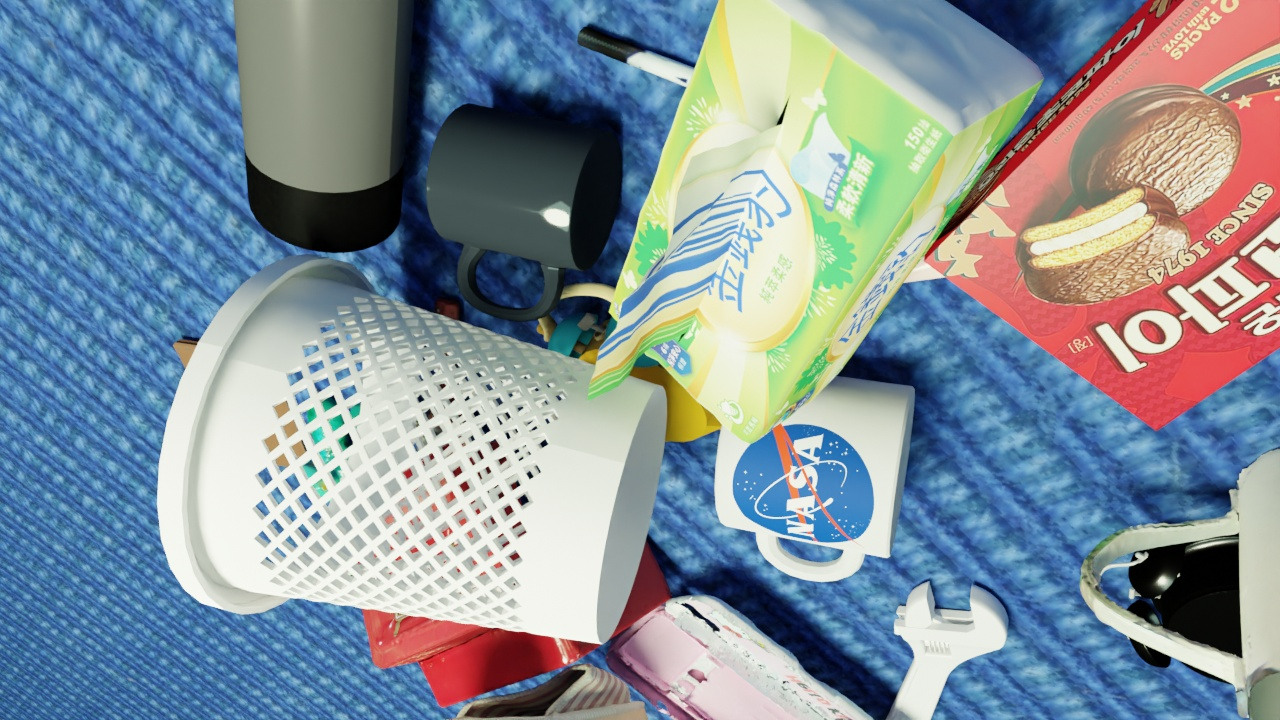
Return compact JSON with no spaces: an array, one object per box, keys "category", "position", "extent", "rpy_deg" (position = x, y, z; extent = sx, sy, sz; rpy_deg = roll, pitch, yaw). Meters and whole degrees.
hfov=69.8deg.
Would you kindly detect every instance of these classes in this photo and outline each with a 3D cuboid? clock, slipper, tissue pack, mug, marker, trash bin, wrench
[{"category":"clock","position":[0.311,0.133,0.495],"extent":[0.121,0.042,0.091],"rpy_deg":[2,127,24]},{"category":"slipper","position":[-0.077,0.240,0.610],"extent":[0.115,0.052,0.262],"rpy_deg":[-28,153,16]},{"category":"tissue pack","position":[0.043,-0.049,0.375],"extent":[0.120,0.141,0.198],"rpy_deg":[40,141,22]},{"category":"clock","position":[-0.003,0.003,0.531],"extent":[0.099,0.043,0.129],"rpy_deg":[-10,131,49]},{"category":"mug","position":[-0.061,-0.072,0.473],"extent":[0.077,0.071,0.105],"rpy_deg":[14,99,14]},{"category":"marker","position":[0.040,-0.127,0.433],"extent":[0.152,0.011,0.011],"rpy_deg":[23,133,7]},{"category":"mug","position":[0.096,0.067,0.504],"extent":[0.090,0.090,0.121],"rpy_deg":[8,112,19]},{"category":"trash bin","position":[-0.099,0.058,0.485],"extent":[0.200,0.194,0.196],"rpy_deg":[12,131,10]},{"category":"wrench","position":[0.198,0.247,0.660],"extent":[0.066,0.018,0.274],"rpy_deg":[14,132,14]}]

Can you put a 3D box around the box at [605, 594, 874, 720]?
[{"category":"box","position":[0.087,0.245,0.688],"extent":[0.201,0.066,0.154],"rpy_deg":[40,128,-9]}]

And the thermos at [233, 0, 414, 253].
[{"category":"thermos","position":[-0.151,-0.170,0.440],"extent":[0.082,0.082,0.241],"rpy_deg":[24,133,6]}]

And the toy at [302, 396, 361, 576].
[{"category":"toy","position":[-0.219,0.116,0.720],"extent":[0.131,0.072,0.194],"rpy_deg":[8,120,20]}]

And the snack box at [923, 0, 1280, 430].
[{"category":"snack box","position":[0.221,-0.062,0.376],"extent":[0.132,0.035,0.152],"rpy_deg":[35,129,-4]}]

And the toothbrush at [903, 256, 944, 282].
[{"category":"toothbrush","position":[0.104,-0.038,0.472],"extent":[0.182,0.018,0.016],"rpy_deg":[-10,118,30]}]

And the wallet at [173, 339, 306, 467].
[{"category":"wallet","position":[-0.316,0.038,0.734],"extent":[0.087,0.013,0.121],"rpy_deg":[7,129,17]}]

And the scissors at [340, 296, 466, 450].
[{"category":"scissors","position":[-0.152,0.027,0.636],"extent":[0.179,0.015,0.185],"rpy_deg":[43,125,-13]}]

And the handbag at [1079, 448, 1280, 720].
[{"category":"handbag","position":[0.295,0.108,0.413],"extent":[0.176,0.150,0.074],"rpy_deg":[-6,120,34]}]

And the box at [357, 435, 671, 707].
[{"category":"box","position":[-0.091,0.154,0.657],"extent":[0.157,0.156,0.170],"rpy_deg":[-29,153,35]}]
